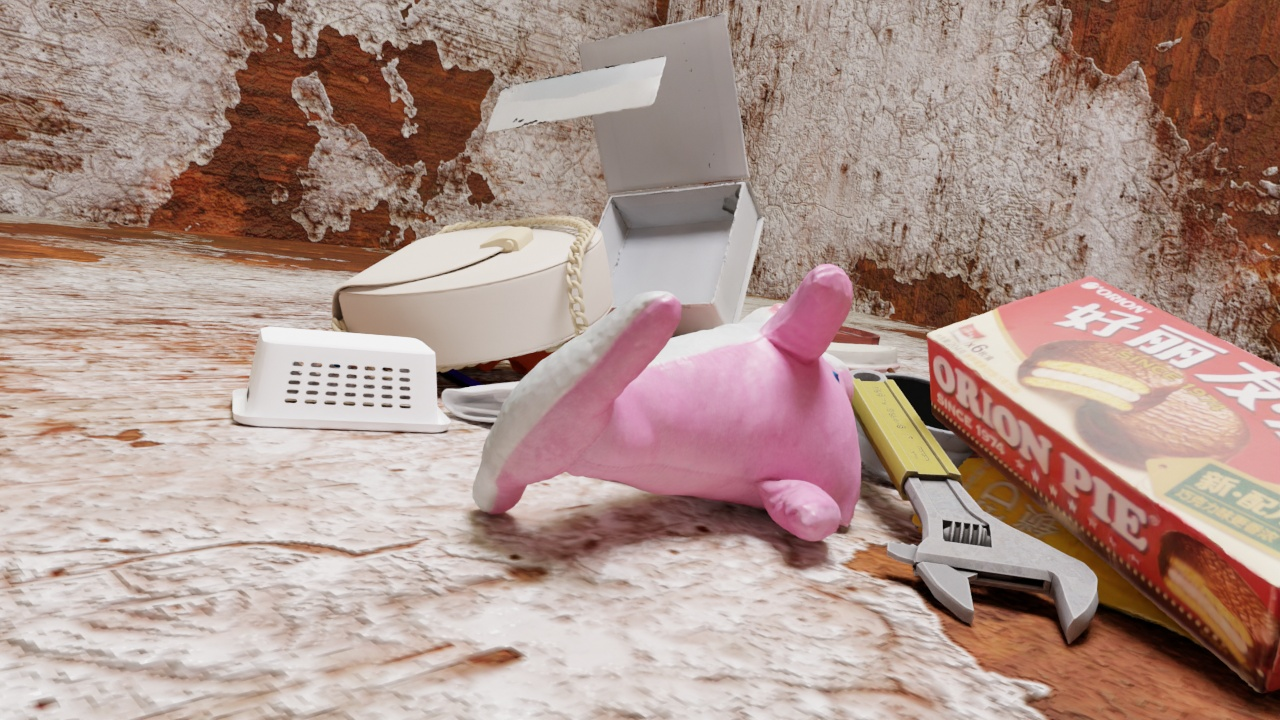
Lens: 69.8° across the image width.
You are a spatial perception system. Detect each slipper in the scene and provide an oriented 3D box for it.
[{"bbox_3d":[0.115,0.009,0.885,0.275,0.054,0.114,1,6,39],"label":"slipper"}]

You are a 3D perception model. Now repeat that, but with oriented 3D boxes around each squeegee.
[{"bbox_3d":[-0.105,-0.016,0.845,0.184,0.055,0.250,-6,14,-32],"label":"squeegee"}]

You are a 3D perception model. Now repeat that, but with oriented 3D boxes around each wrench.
[{"bbox_3d":[0.156,0.060,0.497,0.083,0.018,0.273,1,21,0],"label":"wrench"}]

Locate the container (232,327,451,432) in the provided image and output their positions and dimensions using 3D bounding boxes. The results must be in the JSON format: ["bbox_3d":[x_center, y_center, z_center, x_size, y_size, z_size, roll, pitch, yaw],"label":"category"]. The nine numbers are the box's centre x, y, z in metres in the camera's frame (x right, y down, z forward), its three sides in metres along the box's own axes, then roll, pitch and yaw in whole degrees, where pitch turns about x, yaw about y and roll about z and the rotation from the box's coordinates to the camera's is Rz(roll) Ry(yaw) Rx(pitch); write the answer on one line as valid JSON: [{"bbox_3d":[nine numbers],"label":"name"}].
[{"bbox_3d":[-0.190,0.011,0.588,0.129,0.049,0.081,4,8,-24],"label":"container"}]

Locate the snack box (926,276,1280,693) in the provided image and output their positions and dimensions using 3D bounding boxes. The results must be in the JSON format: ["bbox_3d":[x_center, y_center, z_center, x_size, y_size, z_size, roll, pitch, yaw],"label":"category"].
[{"bbox_3d":[0.251,0.040,0.443,0.113,0.060,0.236,-18,29,-8],"label":"snack box"}]

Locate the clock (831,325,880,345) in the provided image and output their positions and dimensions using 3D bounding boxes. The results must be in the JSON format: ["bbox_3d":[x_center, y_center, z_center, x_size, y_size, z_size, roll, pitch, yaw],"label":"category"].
[{"bbox_3d":[0.182,-0.005,1.000,0.120,0.072,0.158,0,12,-44],"label":"clock"}]

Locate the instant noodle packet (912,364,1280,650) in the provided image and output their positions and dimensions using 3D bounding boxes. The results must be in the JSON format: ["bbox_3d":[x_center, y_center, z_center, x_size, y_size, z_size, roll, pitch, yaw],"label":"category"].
[{"bbox_3d":[0.280,0.072,0.501,0.221,0.084,0.163,-23,28,-32],"label":"instant noodle packet"}]

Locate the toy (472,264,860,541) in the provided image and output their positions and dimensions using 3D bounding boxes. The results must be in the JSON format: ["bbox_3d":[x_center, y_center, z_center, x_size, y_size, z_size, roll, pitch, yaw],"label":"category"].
[{"bbox_3d":[0.048,0.042,0.463,0.265,0.187,0.127,2,51,-47],"label":"toy"}]

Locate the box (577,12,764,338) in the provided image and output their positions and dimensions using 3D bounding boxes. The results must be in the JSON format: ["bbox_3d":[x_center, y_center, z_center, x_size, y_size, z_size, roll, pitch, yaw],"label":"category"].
[{"bbox_3d":[0.024,-0.202,0.928,0.167,0.369,0.150,-1,4,26],"label":"box"}]

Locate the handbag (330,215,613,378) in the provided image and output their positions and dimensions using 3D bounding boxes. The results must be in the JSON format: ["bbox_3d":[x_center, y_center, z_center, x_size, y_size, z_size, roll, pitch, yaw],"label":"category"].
[{"bbox_3d":[-0.128,-0.053,0.767,0.209,0.103,0.210,-5,19,12],"label":"handbag"}]

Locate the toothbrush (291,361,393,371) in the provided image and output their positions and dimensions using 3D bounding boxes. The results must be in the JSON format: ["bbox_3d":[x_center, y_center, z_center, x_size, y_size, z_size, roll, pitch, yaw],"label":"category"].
[{"bbox_3d":[-0.232,0.003,0.747,0.134,0.017,0.021,3,12,-46],"label":"toothbrush"}]

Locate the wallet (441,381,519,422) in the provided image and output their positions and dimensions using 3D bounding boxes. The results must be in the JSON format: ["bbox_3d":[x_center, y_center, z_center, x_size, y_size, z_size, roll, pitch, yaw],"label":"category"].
[{"bbox_3d":[-0.075,0.030,0.660,0.086,0.032,0.116,0,4,33],"label":"wallet"}]

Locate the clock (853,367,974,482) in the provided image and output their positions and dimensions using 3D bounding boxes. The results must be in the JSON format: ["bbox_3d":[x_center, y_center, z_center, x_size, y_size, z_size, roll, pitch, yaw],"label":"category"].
[{"bbox_3d":[0.201,0.056,0.626,0.103,0.056,0.148,-9,29,-39],"label":"clock"}]

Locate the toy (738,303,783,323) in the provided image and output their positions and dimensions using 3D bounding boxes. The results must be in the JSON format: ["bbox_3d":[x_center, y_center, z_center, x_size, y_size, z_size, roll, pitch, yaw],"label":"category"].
[{"bbox_3d":[0.072,0.009,0.651,0.131,0.106,0.205,18,12,34],"label":"toy"}]
